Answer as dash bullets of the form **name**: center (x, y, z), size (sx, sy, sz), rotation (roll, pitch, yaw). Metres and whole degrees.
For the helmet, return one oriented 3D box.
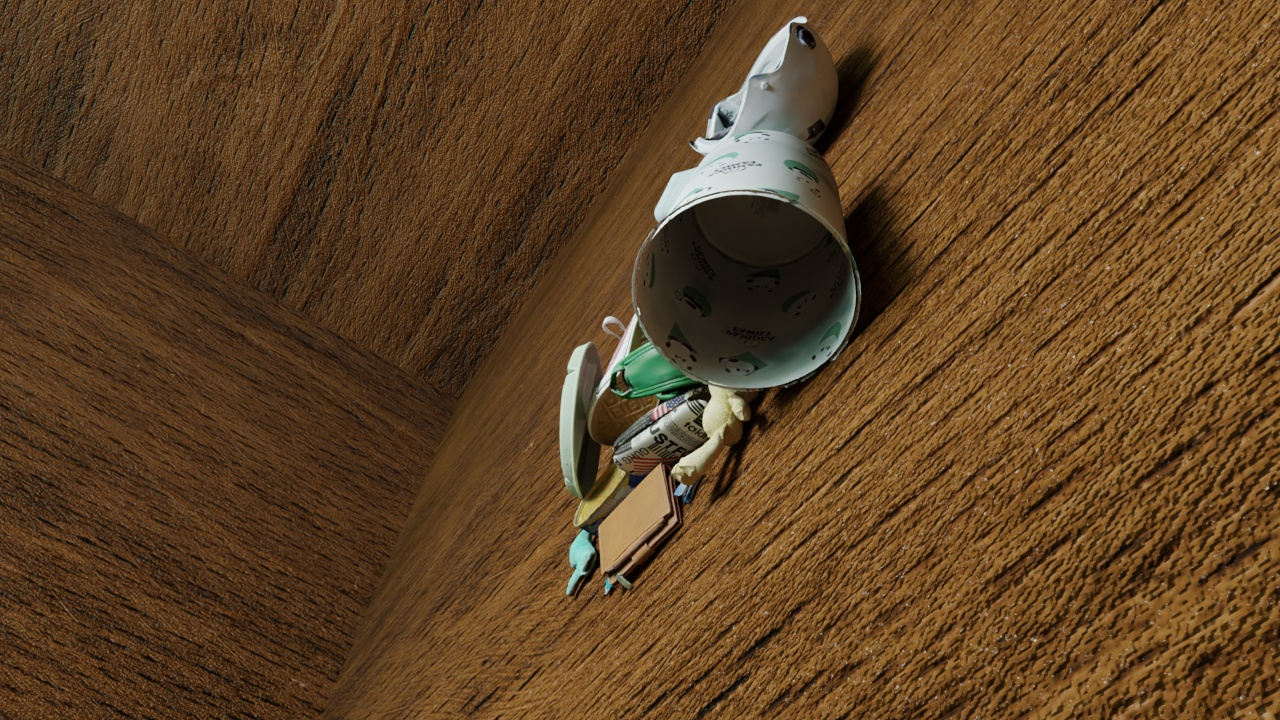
- **helmet**: center (0.209, -0.380, 1.377), size (0.230, 0.146, 0.257), rotation (-37, 18, 53)

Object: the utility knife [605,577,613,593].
- **utility knife**: center (-0.009, 0.222, 1.160), size (0.157, 0.013, 0.029), rotation (-63, 16, -13)

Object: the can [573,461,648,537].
- **can**: center (-0.032, 0.184, 1.245), size (0.148, 0.049, 0.074), rotation (-51, 17, 30)

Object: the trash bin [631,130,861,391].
- **trash bin**: center (0.125, -0.129, 1.021), size (0.230, 0.229, 0.251), rotation (-50, 12, 33)

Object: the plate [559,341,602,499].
- **plate**: center (-0.084, 0.087, 1.334), size (0.230, 0.027, 0.230), rotation (4, -91, -82)

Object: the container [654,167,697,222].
- **container**: center (0.097, -0.224, 1.309), size (0.112, 0.090, 0.090), rotation (-9, 49, 52)

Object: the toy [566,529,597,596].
- **toy**: center (-0.082, 0.276, 1.271), size (0.096, 0.030, 0.092), rotation (-66, 12, -3)

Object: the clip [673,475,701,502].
- **clip**: center (0.061, 0.138, 1.083), size (0.058, 0.038, 0.026), rotation (-59, 11, -9)

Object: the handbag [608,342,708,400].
- **handbag**: center (0.039, 0.016, 1.155), size (0.120, 0.068, 0.131), rotation (-27, -14, 30)

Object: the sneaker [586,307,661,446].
- **sneaker**: center (-0.008, 0.007, 1.275), size (0.087, 0.118, 0.241), rotation (-91, 21, -64)

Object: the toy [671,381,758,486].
- **toy**: center (0.085, 0.073, 1.038), size (0.156, 0.066, 0.105), rotation (-58, -5, -28)

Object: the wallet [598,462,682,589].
- **wallet**: center (-0.003, 0.203, 1.116), size (0.131, 0.035, 0.119), rotation (-47, 30, 24)

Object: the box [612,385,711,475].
- **box**: center (0.028, 0.077, 1.145), size (0.164, 0.075, 0.082), rotation (-37, 39, 35)
